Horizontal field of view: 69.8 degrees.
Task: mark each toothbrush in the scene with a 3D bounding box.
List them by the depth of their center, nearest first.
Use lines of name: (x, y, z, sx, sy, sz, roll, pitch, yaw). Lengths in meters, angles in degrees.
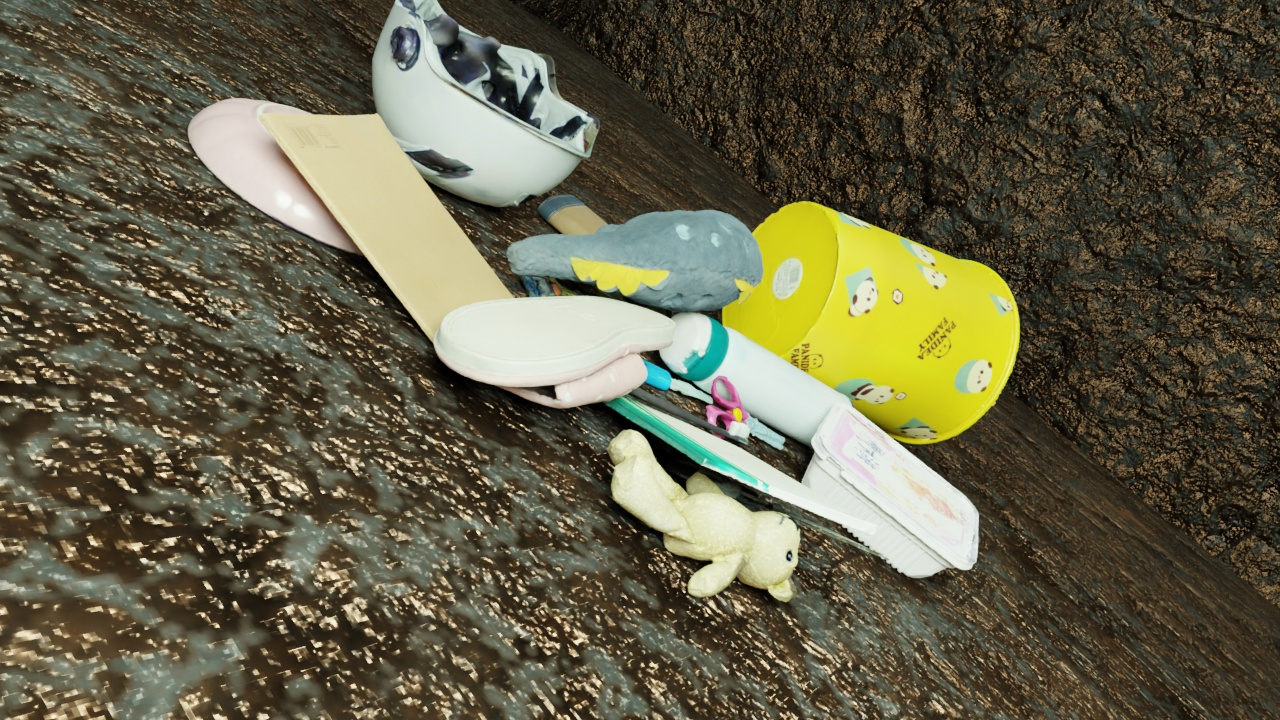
toothbrush: (0.035, 0.041, 0.761, 0.181, 0.018, 0.016, 24, -7, -43)

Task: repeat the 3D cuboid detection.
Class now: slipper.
slipper: (-0.053, -0.006, 0.660, 0.114, 0.054, 0.273, 19, 15, 18)

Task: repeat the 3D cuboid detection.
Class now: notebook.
notebook: (0.053, 0.066, 0.666, 0.150, 0.012, 0.209, 25, 0, -28)
notebook: (-0.171, -0.096, 0.678, 0.211, 0.012, 0.149, 53, 19, -3)

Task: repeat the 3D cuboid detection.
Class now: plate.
plate: (-0.249, -0.150, 0.718, 0.192, 0.039, 0.192, 32, 18, -12)

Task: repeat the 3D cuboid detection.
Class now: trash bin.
trash bin: (0.247, -0.047, 1.030, 0.255, 0.230, 0.229, 19, 24, -30)

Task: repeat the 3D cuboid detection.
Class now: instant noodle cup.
instant noodle cup: (0.225, 0.127, 0.852, 0.173, 0.060, 0.137, 38, 25, 8)

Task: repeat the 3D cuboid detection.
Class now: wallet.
wallet: (-0.060, -0.151, 1.086, 0.115, 0.033, 0.090, 40, 21, 7)

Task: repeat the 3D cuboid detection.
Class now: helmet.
helmet: (-0.172, -0.243, 0.923, 0.228, 0.146, 0.258, 15, 35, -45)

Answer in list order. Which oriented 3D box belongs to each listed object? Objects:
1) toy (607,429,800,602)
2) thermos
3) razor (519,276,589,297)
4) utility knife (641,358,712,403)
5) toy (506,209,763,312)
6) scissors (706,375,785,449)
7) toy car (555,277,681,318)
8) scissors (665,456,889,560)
toy: (0.041, 0.098, 0.586, 0.157, 0.066, 0.105, 36, 22, -24)
thermos: (0.114, 0.019, 0.902, 0.224, 0.073, 0.073, 28, 20, -32)
razor: (-0.048, -0.049, 0.866, 0.142, 0.022, 0.042, 25, 23, -33)
utility knife: (-0.005, 0.005, 0.819, 0.202, 0.018, 0.034, 25, 20, -36)
toy: (0.038, -0.094, 0.846, 0.138, 0.091, 0.355, 12, 13, 33)
scissors: (0.102, 0.055, 0.861, 0.135, 0.017, 0.064, 25, 62, -46)
toy car: (-0.012, -0.062, 0.913, 0.158, 0.042, 0.070, 23, -4, -31)
scissors: (0.098, 0.105, 0.652, 0.173, 0.014, 0.142, 21, -4, 5)
